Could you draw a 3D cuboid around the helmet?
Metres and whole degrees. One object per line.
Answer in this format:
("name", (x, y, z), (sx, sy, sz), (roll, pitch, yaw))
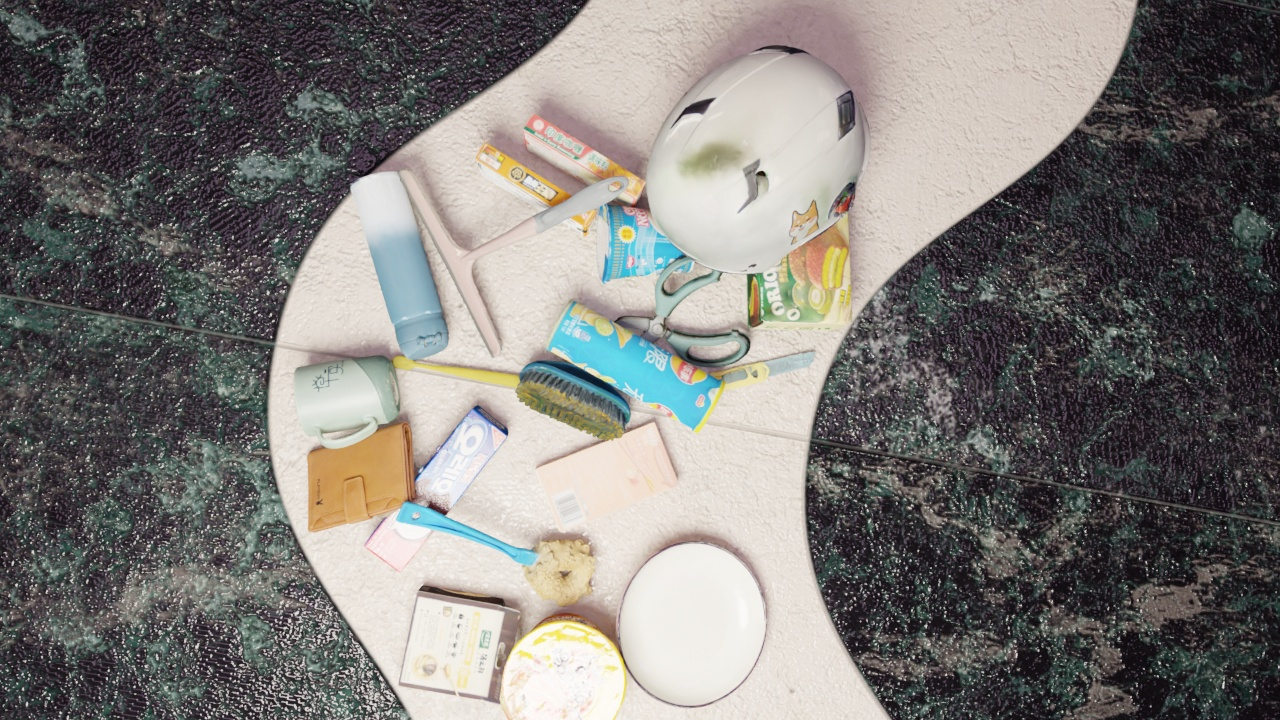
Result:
("helmet", (0.126, -0.235, 1.005), (0.274, 0.157, 0.230), (-42, 78, 3))

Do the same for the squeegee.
("squeegee", (-0.127, -0.154, 1.057), (0.250, 0.040, 0.248), (-23, 101, 14))

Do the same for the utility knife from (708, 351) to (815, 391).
("utility knife", (0.116, 0.020, 1.143), (0.212, 0.022, 0.031), (-12, 91, -8))

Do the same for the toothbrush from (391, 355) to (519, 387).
("toothbrush", (-0.207, 0.016, 1.120), (0.190, 0.016, 0.015), (10, 86, -5))

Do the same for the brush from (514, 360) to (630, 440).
("brush", (-0.077, 0.040, 1.102), (0.144, 0.055, 0.073), (25, 45, -9))

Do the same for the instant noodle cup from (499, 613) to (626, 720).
("instant noodle cup", (-0.088, 0.359, 1.066), (0.138, 0.110, 0.138), (0, 88, -4))

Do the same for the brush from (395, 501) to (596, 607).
("brush", (-0.161, 0.217, 1.066), (0.254, 0.046, 0.083), (26, 97, -20))

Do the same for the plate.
("plate", (0.058, 0.313, 1.098), (0.192, 0.039, 0.192), (3, 82, -19))

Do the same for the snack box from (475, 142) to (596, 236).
("snack box", (-0.125, -0.203, 1.103), (0.154, 0.075, 0.026), (31, 85, -2))

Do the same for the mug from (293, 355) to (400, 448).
("mug", (-0.338, 0.050, 1.066), (0.106, 0.082, 0.111), (-9, 52, -8))

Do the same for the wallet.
("wallet", (-0.326, 0.137, 1.066), (0.132, 0.031, 0.107), (-17, 62, 13))

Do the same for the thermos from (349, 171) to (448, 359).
("thermos", (-0.285, -0.111, 1.093), (0.070, 0.070, 0.220), (-17, 88, -4))

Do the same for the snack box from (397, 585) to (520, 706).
("snack box", (-0.213, 0.336, 1.087), (0.125, 0.053, 0.113), (11, 87, -4))

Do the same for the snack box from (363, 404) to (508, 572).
("snack box", (-0.241, 0.150, 1.091), (0.058, 0.057, 0.207), (38, 85, -5))

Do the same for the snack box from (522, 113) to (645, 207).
("snack box", (-0.068, -0.236, 1.107), (0.156, 0.077, 0.027), (31, 85, -2))

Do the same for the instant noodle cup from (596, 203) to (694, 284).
("instant noodle cup", (0.007, -0.141, 1.106), (0.110, 0.099, 0.099), (-1, 88, -12))

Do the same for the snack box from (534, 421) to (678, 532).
("snack box", (-0.041, 0.141, 1.119), (0.157, 0.026, 0.084), (-21, 89, -5))

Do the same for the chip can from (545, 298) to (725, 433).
("chip can", (-0.006, 0.006, 1.095), (0.210, 0.071, 0.071), (29, 86, 1))

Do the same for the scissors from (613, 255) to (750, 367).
("scissors", (0.064, -0.042, 1.115), (0.181, 0.019, 0.171), (39, 114, -18))

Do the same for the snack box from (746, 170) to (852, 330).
("snack box", (0.189, -0.157, 1.111), (0.114, 0.063, 0.240), (0, 83, -11))
